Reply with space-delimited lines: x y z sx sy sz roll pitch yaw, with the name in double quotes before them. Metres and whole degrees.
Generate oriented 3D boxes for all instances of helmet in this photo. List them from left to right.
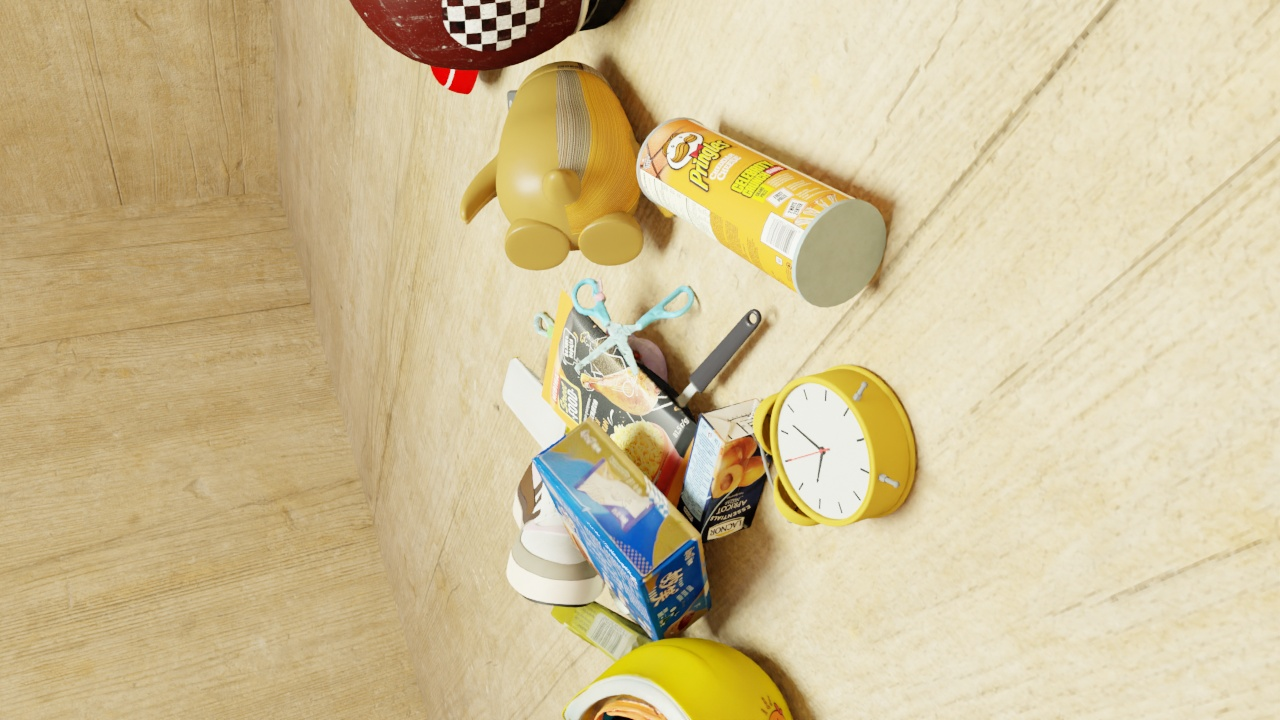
"helmet" -0.137 -0.370 0.786 0.234 0.253 0.233 92 159 -46
"helmet" 0.060 0.355 0.838 0.210 0.139 0.240 -4 114 40

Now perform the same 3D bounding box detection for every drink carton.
"drink carton" 0.073 0.098 0.792 0.040 0.064 0.130 52 144 40

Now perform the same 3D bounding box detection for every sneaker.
"sneaker" -0.090 0.174 1.072 0.293 0.111 0.116 -108 27 -73

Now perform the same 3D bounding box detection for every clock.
"clock" 0.135 0.066 0.674 0.152 0.052 0.113 -30 73 59

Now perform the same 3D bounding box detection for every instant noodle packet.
"instant noodle packet" -0.022 0.055 0.897 0.221 0.032 0.160 45 142 25

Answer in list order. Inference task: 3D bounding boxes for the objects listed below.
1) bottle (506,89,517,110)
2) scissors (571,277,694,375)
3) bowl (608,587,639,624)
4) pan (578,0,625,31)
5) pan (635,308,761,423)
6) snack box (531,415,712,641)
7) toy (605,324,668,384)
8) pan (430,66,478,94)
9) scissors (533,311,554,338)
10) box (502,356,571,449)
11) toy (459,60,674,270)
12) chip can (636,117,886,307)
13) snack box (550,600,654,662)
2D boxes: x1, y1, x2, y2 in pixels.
"bottle" -0.112 -0.220 1.054 0.084 0.046 0.174 30 127 57
"scissors" -0.009 -0.040 0.846 0.015 0.135 0.135 71 175 -55
"bowl" 0.003 0.237 0.991 0.113 0.063 0.113 38 134 54
"pan" -0.088 -0.406 0.932 0.356 0.044 0.204 -20 82 64
"pan" 0.031 0.050 0.872 0.198 0.021 0.358 54 144 14
"snack box" -0.012 0.166 0.856 0.155 0.069 0.203 44 163 28
"toy" -0.006 0.006 0.945 0.100 0.036 0.080 25 132 58
"pan" -0.202 -0.483 1.094 0.357 0.067 0.208 120 145 -52
"scissors" -0.095 -0.015 1.145 0.170 0.028 0.139 -156 60 -63
"box" -0.100 0.066 1.120 0.209 0.080 0.079 39 114 58
"toy" -0.070 -0.195 0.882 0.163 0.198 0.203 89 177 -58
"chip can" 0.080 -0.116 0.679 0.215 0.075 0.075 43 137 49
"snack box" -0.010 0.308 0.990 0.045 0.121 0.181 -61 25 -12
